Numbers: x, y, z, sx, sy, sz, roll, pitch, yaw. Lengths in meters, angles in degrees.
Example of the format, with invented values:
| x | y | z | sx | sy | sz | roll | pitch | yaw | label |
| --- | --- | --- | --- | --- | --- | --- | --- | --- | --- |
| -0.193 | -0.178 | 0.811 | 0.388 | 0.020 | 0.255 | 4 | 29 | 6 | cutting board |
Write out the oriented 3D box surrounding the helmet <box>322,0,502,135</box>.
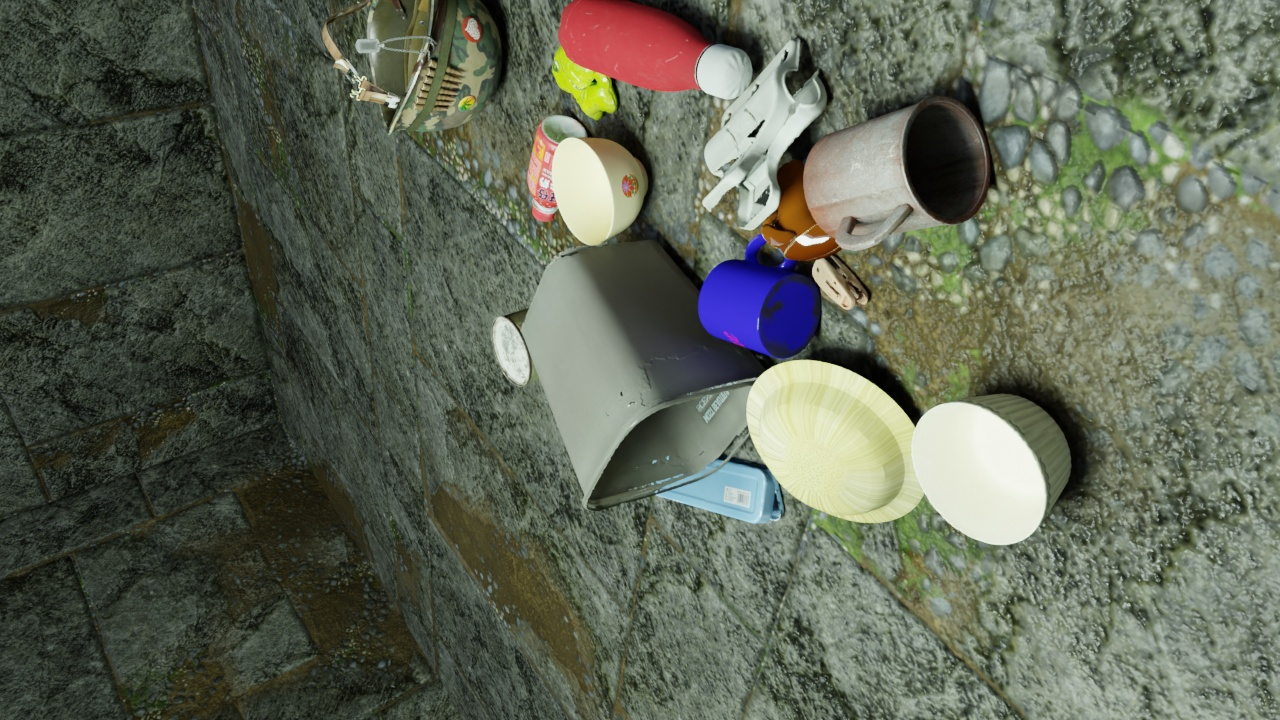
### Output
| x | y | z | sx | sy | sz | roll | pitch | yaw | label |
| --- | --- | --- | --- | --- | --- | --- | --- | --- | --- |
| -0.286 | -0.384 | 1.124 | 0.225 | 0.236 | 0.192 | 115 | 141 | -55 | helmet |

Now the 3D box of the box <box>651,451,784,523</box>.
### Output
| x | y | z | sx | sy | sz | roll | pitch | yaw | label |
| --- | --- | --- | --- | --- | --- | --- | --- | --- | --- |
| 0.092 | 0.141 | 1.080 | 0.210 | 0.052 | 0.067 | 5 | 91 | 54 | box |

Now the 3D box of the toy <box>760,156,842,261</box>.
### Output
| x | y | z | sx | sy | sz | roll | pitch | yaw | label |
| --- | --- | --- | --- | --- | --- | --- | --- | --- | --- |
| 0.152 | -0.134 | 0.784 | 0.103 | 0.070 | 0.090 | -19 | 76 | 46 | toy |

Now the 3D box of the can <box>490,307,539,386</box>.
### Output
| x | y | z | sx | sy | sz | roll | pitch | yaw | label |
| --- | --- | --- | --- | --- | --- | --- | --- | --- | --- |
| -0.129 | -0.022 | 1.129 | 0.090 | 0.074 | 0.090 | 33 | 134 | 43 | can |

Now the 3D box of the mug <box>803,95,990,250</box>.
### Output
| x | y | z | sx | sy | sz | roll | pitch | yaw | label |
| --- | --- | --- | --- | --- | --- | --- | --- | --- | --- |
| 0.178 | -0.125 | 0.673 | 0.096 | 0.122 | 0.110 | 44 | 158 | -17 | mug |

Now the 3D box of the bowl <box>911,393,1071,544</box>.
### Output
| x | y | z | sx | sy | sz | roll | pitch | yaw | label |
| --- | --- | --- | --- | --- | --- | --- | --- | --- | --- |
| 0.274 | 0.076 | 0.703 | 0.115 | 0.062 | 0.115 | 36 | 137 | 42 | bowl |

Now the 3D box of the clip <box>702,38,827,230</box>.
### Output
| x | y | z | sx | sy | sz | roll | pitch | yaw | label |
| --- | --- | --- | --- | --- | --- | --- | --- | --- | --- |
| 0.107 | -0.182 | 0.788 | 0.126 | 0.089 | 0.150 | 138 | 143 | -60 | clip |

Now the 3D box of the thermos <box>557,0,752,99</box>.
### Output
| x | y | z | sx | sy | sz | roll | pitch | yaw | label |
| --- | --- | --- | --- | --- | --- | --- | --- | --- | --- |
| 0.014 | -0.294 | 0.868 | 0.240 | 0.073 | 0.073 | 34 | 136 | 43 | thermos |

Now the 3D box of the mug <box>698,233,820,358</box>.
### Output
| x | y | z | sx | sy | sz | roll | pitch | yaw | label |
| --- | --- | --- | --- | --- | --- | --- | --- | --- | --- |
| 0.116 | -0.065 | 0.861 | 0.084 | 0.079 | 0.111 | 23 | 99 | 51 | mug |

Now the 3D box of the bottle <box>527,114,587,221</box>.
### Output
| x | y | z | sx | sy | sz | roll | pitch | yaw | label |
| --- | --- | --- | --- | --- | --- | --- | --- | --- | --- |
| -0.106 | -0.226 | 1.113 | 0.062 | 0.061 | 0.138 | 54 | 148 | 22 | bottle |

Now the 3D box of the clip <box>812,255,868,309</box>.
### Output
| x | y | z | sx | sy | sz | roll | pitch | yaw | label |
| --- | --- | --- | --- | --- | --- | --- | --- | --- | --- |
| 0.172 | -0.066 | 0.805 | 0.061 | 0.049 | 0.026 | 28 | 139 | 9 | clip |

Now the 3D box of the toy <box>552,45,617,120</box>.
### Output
| x | y | z | sx | sy | sz | roll | pitch | yaw | label |
| --- | --- | --- | --- | --- | --- | --- | --- | --- | --- |
| -0.063 | -0.312 | 1.016 | 0.094 | 0.036 | 0.093 | 2 | 116 | 55 | toy |

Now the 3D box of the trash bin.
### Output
| x | y | z | sx | sy | sz | roll | pitch | yaw | label |
| --- | --- | --- | --- | --- | --- | --- | --- | --- | --- |
| -0.006 | 0.006 | 0.982 | 0.220 | 0.197 | 0.198 | 59 | 142 | 27 | trash bin |

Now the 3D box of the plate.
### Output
| x | y | z | sx | sy | sz | roll | pitch | yaw | label |
| --- | --- | --- | --- | --- | --- | --- | --- | --- | --- |
| 0.169 | 0.088 | 0.847 | 0.184 | 0.036 | 0.185 | 25 | 136 | 26 | plate |

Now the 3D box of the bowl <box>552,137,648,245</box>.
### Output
| x | y | z | sx | sy | sz | roll | pitch | yaw | label |
| --- | --- | --- | --- | --- | --- | --- | --- | --- | --- |
| -0.034 | -0.192 | 1.007 | 0.118 | 0.073 | 0.118 | 36 | 137 | 42 | bowl |
